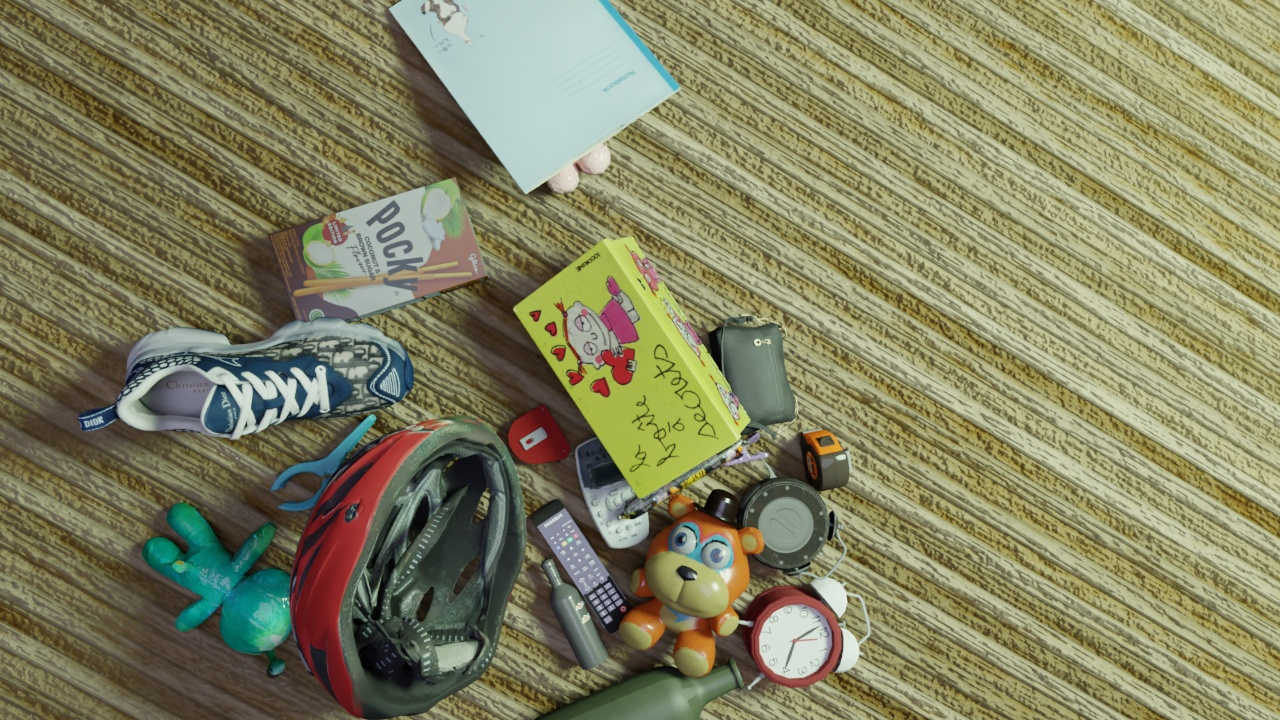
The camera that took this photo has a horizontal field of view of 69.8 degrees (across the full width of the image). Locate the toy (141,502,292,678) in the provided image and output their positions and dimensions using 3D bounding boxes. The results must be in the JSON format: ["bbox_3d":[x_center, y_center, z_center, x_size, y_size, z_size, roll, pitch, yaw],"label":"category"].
[{"bbox_3d":[-0.388,0.216,0.867,0.193,0.072,0.130,36,87,6],"label":"toy"}]

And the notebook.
[{"bbox_3d":[-0.106,-0.303,0.888,0.181,0.009,0.253,-35,75,-5],"label":"notebook"}]

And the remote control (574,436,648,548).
[{"bbox_3d":[-0.027,0.131,0.916,0.060,0.028,0.114,-16,90,-6],"label":"remote control"}]

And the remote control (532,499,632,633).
[{"bbox_3d":[-0.056,0.207,0.919,0.033,0.015,0.147,-34,92,-5],"label":"remote control"}]

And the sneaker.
[{"bbox_3d":[-0.345,0.030,0.825,0.269,0.132,0.103,-1,112,-3],"label":"sneaker"}]

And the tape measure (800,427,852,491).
[{"bbox_3d":[0.189,0.100,0.921,0.038,0.059,0.058,-11,93,-7],"label":"tape measure"}]

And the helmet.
[{"bbox_3d":[-0.206,0.177,0.819,0.167,0.217,0.272,12,83,33],"label":"helmet"}]

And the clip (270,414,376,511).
[{"bbox_3d":[-0.303,0.100,0.895,0.120,0.027,0.103,-27,89,-5],"label":"clip"}]

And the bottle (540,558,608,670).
[{"bbox_3d":[-0.069,0.249,0.910,0.030,0.030,0.113,-26,91,-5],"label":"bottle"}]

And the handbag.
[{"bbox_3d":[0.116,0.016,0.919,0.079,0.054,0.128,-11,88,-9],"label":"handbag"}]

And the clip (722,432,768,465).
[{"bbox_3d":[0.109,0.097,0.937,0.045,0.014,0.051,40,83,-6],"label":"clip"}]

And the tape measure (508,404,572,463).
[{"bbox_3d":[-0.103,0.080,0.915,0.051,0.019,0.059,-32,92,-5],"label":"tape measure"}]

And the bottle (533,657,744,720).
[{"bbox_3d":[0.001,0.345,0.894,0.206,0.071,0.071,-21,91,-5],"label":"bottle"}]

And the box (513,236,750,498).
[{"bbox_3d":[-0.005,0.005,0.870,0.125,0.079,0.221,-31,88,23],"label":"box"}]

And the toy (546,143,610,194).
[{"bbox_3d":[-0.079,-0.220,0.905,0.108,0.053,0.105,-31,95,-4],"label":"toy"}]

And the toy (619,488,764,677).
[{"bbox_3d":[0.051,0.209,0.889,0.112,0.096,0.176,20,84,17],"label":"toy"}]

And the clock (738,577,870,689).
[{"bbox_3d":[0.162,0.273,0.920,0.137,0.048,0.096,-14,90,-4],"label":"clock"}]

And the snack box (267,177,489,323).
[{"bbox_3d":[-0.253,-0.101,0.898,0.186,0.032,0.101,-18,91,-5],"label":"snack box"}]

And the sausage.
[{"bbox_3d":[0.043,0.116,0.905,0.155,0.020,0.020,-30,92,-14],"label":"sausage"}]

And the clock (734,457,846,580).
[{"bbox_3d":[0.146,0.165,0.922,0.123,0.044,0.091,40,87,-2],"label":"clock"}]
